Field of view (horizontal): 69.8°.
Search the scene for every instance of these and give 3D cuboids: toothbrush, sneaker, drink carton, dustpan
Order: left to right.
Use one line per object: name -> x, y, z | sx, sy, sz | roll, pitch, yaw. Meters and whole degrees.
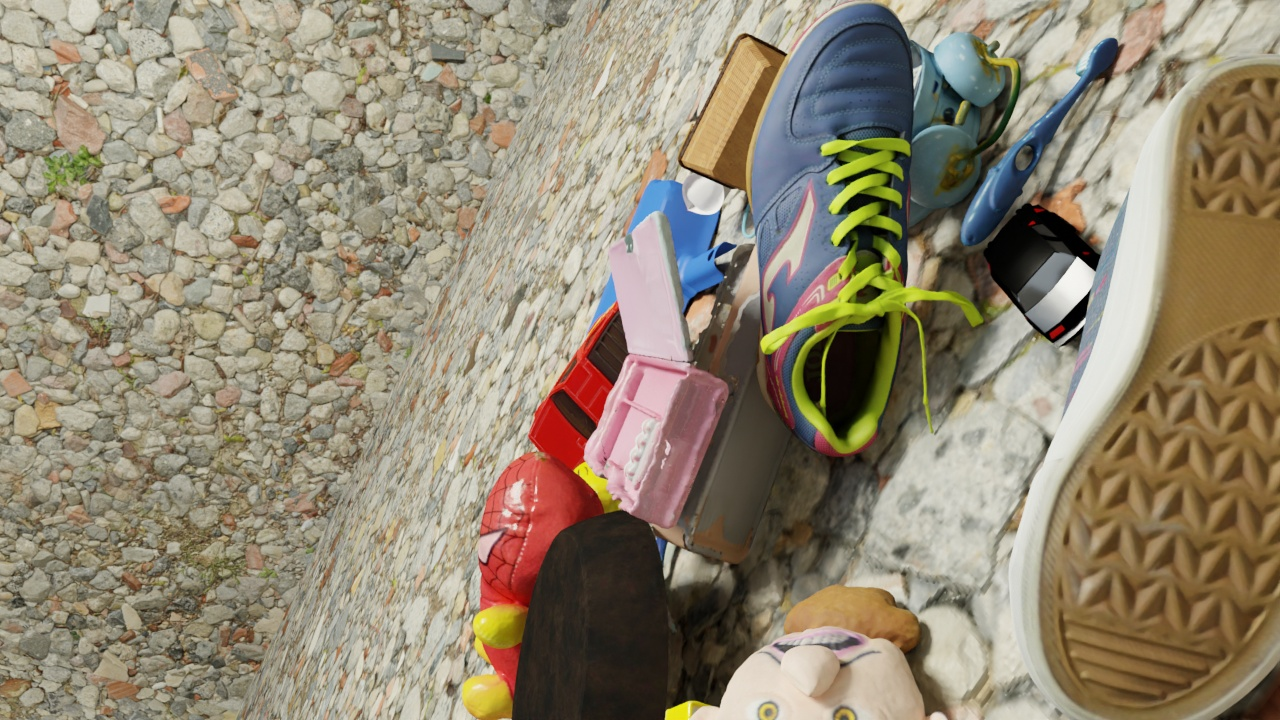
dustpan -> 0.022, -0.085, 0.873 | 0.258, 0.059, 0.245 | 166, 126, -77
drink carton -> 0.090, -0.183, 0.813 | 0.122, 0.039, 0.069 | -48, 4, -29
sneaker -> 0.118, -0.065, 0.492 | 0.091, 0.116, 0.242 | -109, 20, -72
toothbrush -> 0.204, -0.112, 0.473 | 0.132, 0.021, 0.016 | -54, 8, -2
sneaker -> 0.193, 0.014, 0.329 | 0.079, 0.087, 0.235 | 43, -116, -74

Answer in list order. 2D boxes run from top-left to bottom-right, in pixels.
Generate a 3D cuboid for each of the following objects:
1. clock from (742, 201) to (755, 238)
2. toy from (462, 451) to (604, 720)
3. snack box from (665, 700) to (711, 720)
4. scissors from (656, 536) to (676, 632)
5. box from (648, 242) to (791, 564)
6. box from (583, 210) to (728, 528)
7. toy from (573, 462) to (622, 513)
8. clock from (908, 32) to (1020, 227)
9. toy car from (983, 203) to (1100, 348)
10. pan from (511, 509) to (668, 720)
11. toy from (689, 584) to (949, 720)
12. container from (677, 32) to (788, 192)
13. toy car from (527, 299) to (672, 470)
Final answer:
clock -> 0.116, -0.149, 0.742 | 0.087, 0.042, 0.123 | -88, 24, -47
toy -> -0.089, 0.177, 0.749 | 0.147, 0.098, 0.216 | -119, 40, -71
snack box -> 0.041, 0.244, 0.423 | 0.025, 0.075, 0.152 | -42, 31, 45
scissors -> 0.013, 0.151, 0.673 | 0.132, 0.015, 0.110 | -111, 37, -64
box -> 0.062, 0.019, 0.602 | 0.107, 0.094, 0.216 | 41, -111, -75
box -> 0.006, 0.004, 0.599 | 0.233, 0.059, 0.179 | -160, 75, -81
toy -> -0.046, 0.135, 0.817 | 0.094, 0.041, 0.095 | -56, 31, 35
clock -> 0.164, -0.140, 0.569 | 0.162, 0.060, 0.118 | -5, 63, 67
toy car -> 0.188, -0.045, 0.434 | 0.042, 0.036, 0.091 | -55, 22, 27
pan -> -0.054, 0.268, 0.581 | 0.249, 0.043, 0.356 | -162, 83, -74
toy -> 0.080, 0.161, 0.397 | 0.133, 0.076, 0.175 | -1, 36, 21
container -> 0.085, -0.183, 0.707 | 0.114, 0.063, 0.061 | -62, 26, 20
toy car -> -0.039, 0.033, 0.841 | 0.056, 0.081, 0.190 | -21, -28, -53
